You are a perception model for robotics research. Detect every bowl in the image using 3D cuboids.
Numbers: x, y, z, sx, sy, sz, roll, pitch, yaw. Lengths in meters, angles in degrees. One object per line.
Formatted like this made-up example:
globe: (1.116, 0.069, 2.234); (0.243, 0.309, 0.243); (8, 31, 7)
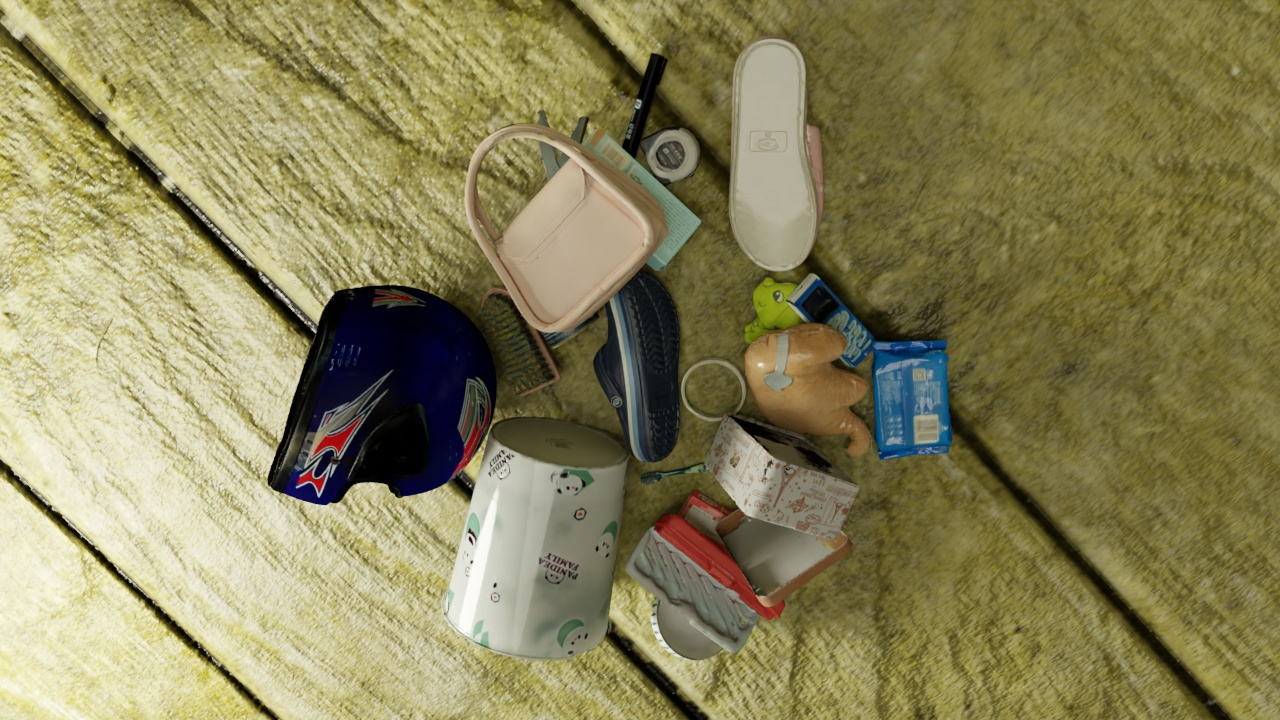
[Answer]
bowl: (0.066, 0.356, 1.275); (0.116, 0.116, 0.066); (41, 154, -4)

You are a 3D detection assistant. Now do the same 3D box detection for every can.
can: (-0.114, -0.081, 1.178); (0.075, 0.075, 0.111); (-31, 99, 17)

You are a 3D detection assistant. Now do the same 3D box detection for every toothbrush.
toothbrush: (0.090, 0.146, 1.241); (0.192, 0.018, 0.016); (-12, 104, 14)

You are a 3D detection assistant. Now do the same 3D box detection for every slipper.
slipper: (-0.007, 0.007, 1.179); (0.095, 0.104, 0.253); (0, 106, 31)
slipper: (0.158, -0.241, 1.090); (0.114, 0.054, 0.275); (-3, 109, 11)

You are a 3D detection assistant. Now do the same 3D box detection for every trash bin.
trash bin: (-0.128, 0.221, 1.206); (0.229, 0.229, 0.252); (13, 103, 6)

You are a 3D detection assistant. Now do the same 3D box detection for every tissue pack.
tissue pack: (0.337, 0.047, 1.148); (0.095, 0.052, 0.157); (-5, 106, 10)

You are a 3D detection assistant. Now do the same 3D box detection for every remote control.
remote control: (0.237, -0.048, 1.137); (0.125, 0.024, 0.049); (45, 84, -17)

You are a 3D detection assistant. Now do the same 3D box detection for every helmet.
helmet: (-0.316, 0.061, 1.176); (0.240, 0.247, 0.316); (20, 117, -21)

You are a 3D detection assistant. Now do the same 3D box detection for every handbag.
handbag: (-0.104, -0.167, 1.059); (0.194, 0.093, 0.234); (-43, 92, 18)

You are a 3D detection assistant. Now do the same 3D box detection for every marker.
marker: (0.003, -0.306, 1.118); (0.022, 0.020, 0.132); (10, 110, -24)

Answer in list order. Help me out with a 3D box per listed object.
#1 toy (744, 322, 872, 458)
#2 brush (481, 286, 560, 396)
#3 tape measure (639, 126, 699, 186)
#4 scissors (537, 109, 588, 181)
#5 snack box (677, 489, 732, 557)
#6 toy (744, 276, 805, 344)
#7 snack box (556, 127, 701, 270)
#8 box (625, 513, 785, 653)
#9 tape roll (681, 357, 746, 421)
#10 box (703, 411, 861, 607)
toy: (0.213, 0.044, 1.153); (0.144, 0.082, 0.226); (-10, 134, 29)
brush: (-0.163, -0.029, 1.206); (0.063, 0.073, 0.145); (-24, 97, 16)
tape measure: (0.040, -0.251, 1.120); (0.066, 0.033, 0.066); (-18, 105, 17)
scissors: (-0.099, -0.192, 1.132); (0.189, 0.015, 0.225); (-38, 98, -9)
snack box: (0.119, 0.248, 1.264); (0.153, 0.025, 0.075); (30, 109, 0)
toy: (0.174, -0.053, 1.158); (0.096, 0.031, 0.100); (40, 113, -9)
snack box: (-0.015, -0.194, 1.116); (0.175, 0.052, 0.074); (41, 79, -8)
box: (0.082, 0.300, 1.218); (0.201, 0.095, 0.101); (39, 76, -6)
tape roll: (0.097, 0.038, 1.209); (0.086, 0.013, 0.086); (3, 107, 9)
box: (0.158, 0.190, 1.141); (0.154, 0.182, 0.185); (20, 100, -19)
